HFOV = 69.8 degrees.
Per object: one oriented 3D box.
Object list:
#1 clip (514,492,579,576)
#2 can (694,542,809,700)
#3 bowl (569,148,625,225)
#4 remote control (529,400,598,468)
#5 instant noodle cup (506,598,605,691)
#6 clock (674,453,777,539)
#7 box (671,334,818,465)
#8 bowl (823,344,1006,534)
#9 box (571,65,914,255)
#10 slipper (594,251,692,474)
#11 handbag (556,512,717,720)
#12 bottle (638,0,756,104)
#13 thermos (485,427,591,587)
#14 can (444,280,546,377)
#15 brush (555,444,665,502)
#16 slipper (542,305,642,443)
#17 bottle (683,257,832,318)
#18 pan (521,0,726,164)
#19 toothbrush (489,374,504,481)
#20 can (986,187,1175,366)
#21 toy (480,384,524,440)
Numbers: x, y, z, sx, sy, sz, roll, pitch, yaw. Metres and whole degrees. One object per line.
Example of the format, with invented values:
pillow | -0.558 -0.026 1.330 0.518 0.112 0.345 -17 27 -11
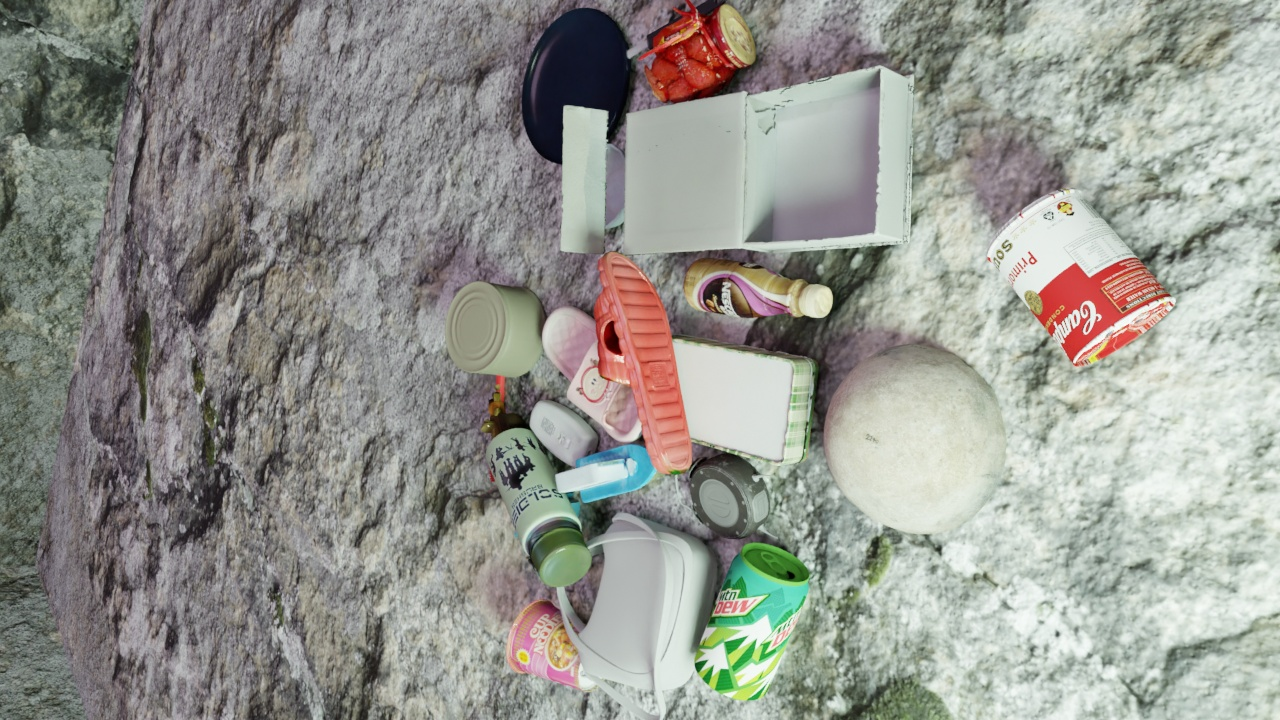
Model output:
clip | -0.123 0.215 1.221 0.102 0.027 0.120 53 123 28
can | 0.116 0.270 0.951 0.083 0.083 0.144 32 110 39
bowl | -0.038 -0.211 1.133 0.106 0.039 0.106 -1 89 44
remote control | -0.102 0.094 1.197 0.114 0.028 0.060 32 111 39
instant noodle cup | -0.096 0.363 1.150 0.109 0.097 0.098 10 97 36
clock | 0.094 0.144 0.991 0.123 0.043 0.091 12 117 45
box | 0.093 0.039 1.001 0.206 0.050 0.118 10 100 44
bowl | 0.235 0.074 0.844 0.179 0.081 0.178 0 90 42
box | 0.097 -0.198 0.966 0.369 0.098 0.166 1 90 37
slipper | -0.006 0.006 0.991 0.059 0.103 0.248 -17 87 29
handbag | -0.028 0.284 1.060 0.223 0.095 0.215 2 73 44
bottle | 0.058 -0.337 1.007 0.111 0.098 0.099 -21 75 37
thermos | -0.130 0.184 1.148 0.082 0.082 0.231 -64 36 22
can | -0.199 -0.042 1.252 0.128 0.073 0.127 -4 84 38
brush | -0.032 0.133 1.099 0.136 0.075 0.055 -21 75 42
slipper | -0.056 0.010 1.138 0.221 0.055 0.107 46 117 35
bottle | 0.123 -0.072 0.965 0.166 0.059 0.059 13 99 42
pan | -0.029 -0.369 1.138 0.357 0.021 0.198 -15 79 43
toothbrush | -0.204 0.067 1.302 0.012 0.017 0.212 2 91 44
can | 0.348 -0.066 0.733 0.087 0.086 0.116 -46 60 33
toy | -0.193 0.080 1.265 0.076 0.062 0.100 -53 48 52
